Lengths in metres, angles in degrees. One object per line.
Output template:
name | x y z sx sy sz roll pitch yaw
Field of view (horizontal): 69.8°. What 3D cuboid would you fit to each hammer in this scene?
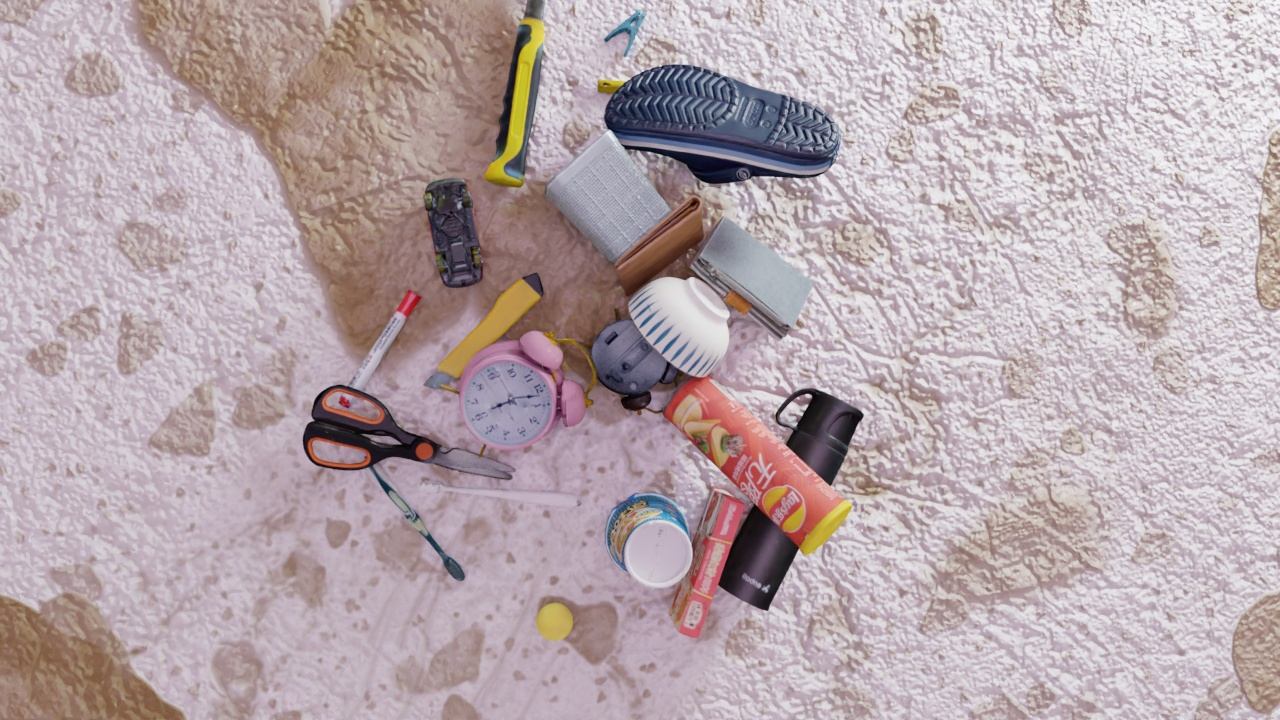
hammer | -0.119 -0.352 1.009 0.126 0.032 0.323 9 89 -4

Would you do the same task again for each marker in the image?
marker | -0.285 -0.012 1.001 0.017 0.017 0.145 32 87 -5

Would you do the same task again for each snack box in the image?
snack box | 0.071 0.219 1.004 0.025 0.075 0.153 20 88 -6

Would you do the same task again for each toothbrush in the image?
toothbrush | -0.154 0.148 1.013 0.180 0.016 0.016 6 91 -5
toothbrush | 0.047 -0.302 1.031 0.190 0.016 0.015 4 90 -5
toothbrush | -0.254 0.167 1.003 0.016 0.018 0.191 -38 93 -5

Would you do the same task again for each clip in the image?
clip | -0.014 -0.370 1.028 0.034 0.013 0.055 40 89 -5

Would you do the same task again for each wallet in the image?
wallet | 0.022 -0.120 0.988 0.115 0.101 0.020 -39 77 -4
wallet | 0.121 -0.089 1.010 0.129 0.037 0.106 37 47 -5

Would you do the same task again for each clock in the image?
clock | -0.006 0.006 1.007 0.082 0.055 0.122 -43 94 -5
clock | -0.122 0.032 0.980 0.158 0.059 0.117 -26 101 4

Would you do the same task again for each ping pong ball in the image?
ping pong ball | -0.094 0.287 1.006 0.040 0.040 0.040 0 90 -5

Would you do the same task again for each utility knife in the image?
utility knife | -0.172 -0.031 1.012 0.176 0.015 0.033 -45 88 -2

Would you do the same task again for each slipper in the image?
slipper | 0.088 -0.246 0.999 0.253 0.095 0.104 11 58 6

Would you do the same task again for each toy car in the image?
toy car | -0.202 -0.137 0.994 0.053 0.045 0.120 -9 88 -7

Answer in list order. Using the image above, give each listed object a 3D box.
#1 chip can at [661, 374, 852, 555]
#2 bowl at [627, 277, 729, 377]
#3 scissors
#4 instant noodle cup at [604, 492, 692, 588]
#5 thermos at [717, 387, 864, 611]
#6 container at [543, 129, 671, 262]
chip can | 0.120 0.104 0.968 0.073 0.073 0.216 -44 69 -4
bowl | 0.051 -0.046 0.974 0.116 0.116 0.066 43 113 -4
scissors | -0.253 0.108 0.999 0.235 0.022 0.139 38 86 -11
instant noodle cup | 0.012 0.197 0.981 0.099 0.110 0.099 0 91 -5
thermos | 0.156 0.148 1.020 0.090 0.068 0.242 27 86 6
container | -0.033 -0.171 0.990 0.090 0.090 0.111 -42 97 -4
